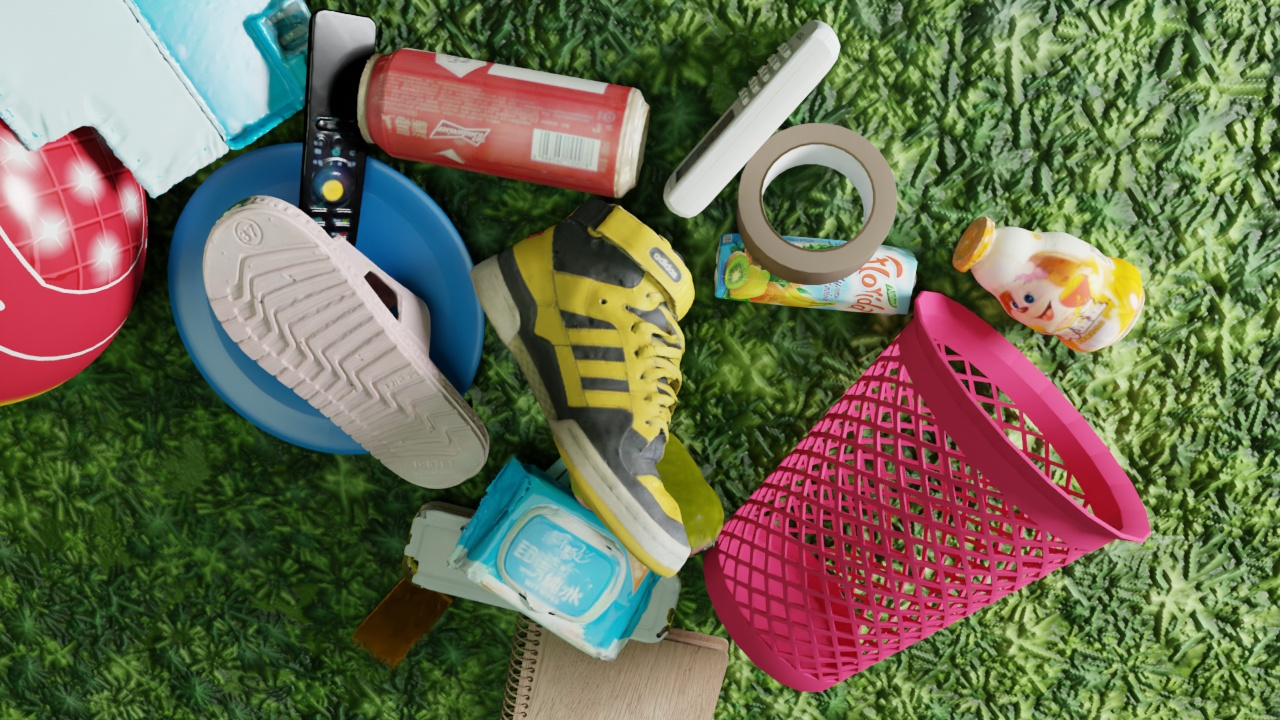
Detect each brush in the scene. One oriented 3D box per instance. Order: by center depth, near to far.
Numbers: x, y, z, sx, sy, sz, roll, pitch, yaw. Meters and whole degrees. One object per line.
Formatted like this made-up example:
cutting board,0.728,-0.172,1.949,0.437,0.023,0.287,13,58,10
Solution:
brush,-0.180,0.195,0.735,0.048,0.017,0.127,39,110,-9

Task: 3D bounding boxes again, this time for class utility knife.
utility knife,-0.044,0.069,0.673,0.022,0.015,0.120,43,107,-3

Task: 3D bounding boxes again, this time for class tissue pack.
tissue pack,-0.056,0.140,0.645,0.144,0.061,0.093,31,89,-3

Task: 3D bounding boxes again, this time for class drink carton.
drink carton,0.113,-0.056,0.592,0.129,0.038,0.044,6,112,5

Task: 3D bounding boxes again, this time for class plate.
plate,-0.216,-0.040,0.642,0.224,0.024,0.225,2,111,5

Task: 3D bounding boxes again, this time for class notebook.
notebook,-0.032,0.302,0.759,0.169,0.022,0.211,12,112,0

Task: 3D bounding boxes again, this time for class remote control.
remote control,0.064,-0.144,0.551,0.025,0.060,0.139,39,110,-13
remote control,-0.192,-0.138,0.571,0.020,0.041,0.152,30,116,42

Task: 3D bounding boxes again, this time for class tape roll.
tape roll,0.106,-0.095,0.559,0.094,0.030,0.093,-1,80,4

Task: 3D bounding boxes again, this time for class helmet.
helmet,-0.421,-0.102,0.547,0.225,0.197,0.271,-7,111,18

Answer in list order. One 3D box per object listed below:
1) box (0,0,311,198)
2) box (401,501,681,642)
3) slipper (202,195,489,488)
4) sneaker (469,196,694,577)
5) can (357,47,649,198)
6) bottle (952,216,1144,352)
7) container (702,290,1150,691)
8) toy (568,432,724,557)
box,-0.289,-0.209,0.488,0.181,0.039,0.227,-43,129,-23
box,-0.074,0.159,0.698,0.210,0.044,0.066,14,93,-1
slipper,-0.185,-0.010,0.604,0.094,0.064,0.239,-24,124,17
sneaker,-0.004,0.003,0.563,0.122,0.086,0.238,-36,69,9
can,-0.082,-0.146,0.563,0.170,0.067,0.067,10,112,2
bottle,0.250,-0.050,0.567,0.109,0.063,0.063,25,112,-4
container,0.160,0.100,0.587,0.183,0.182,0.226,38,118,-9
toy,0.007,0.089,0.623,0.110,0.089,0.051,41,130,32
